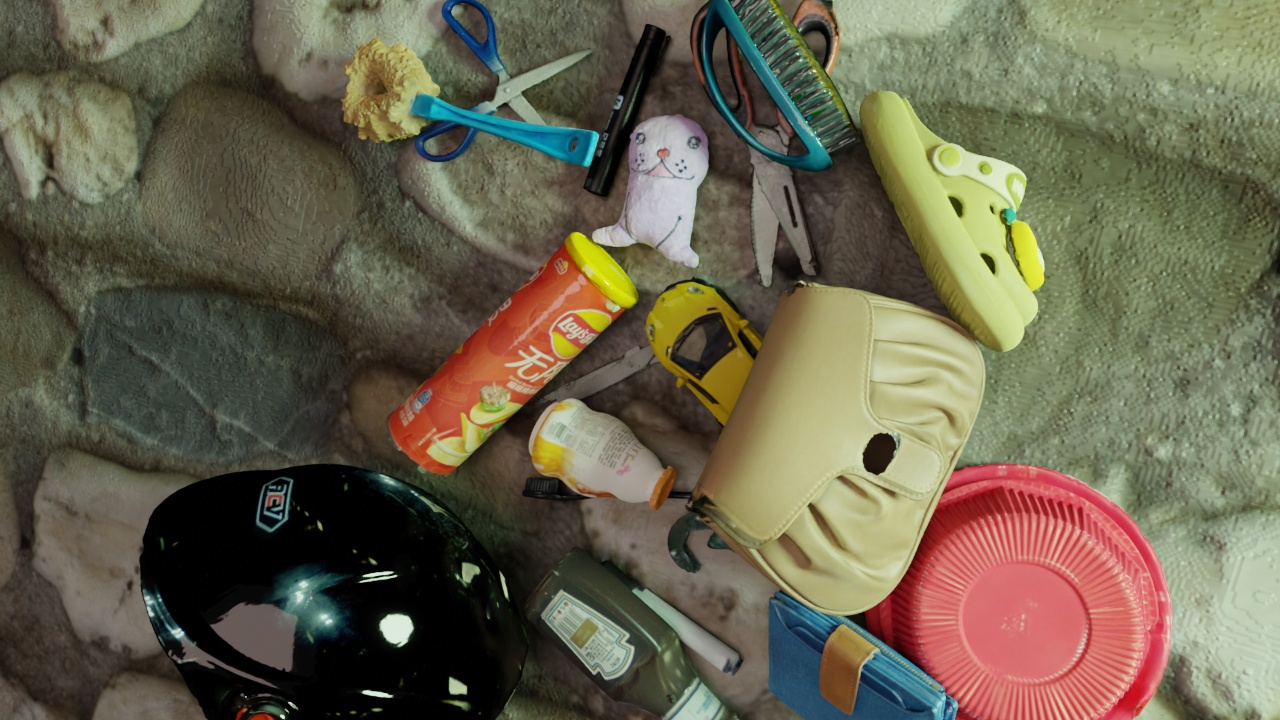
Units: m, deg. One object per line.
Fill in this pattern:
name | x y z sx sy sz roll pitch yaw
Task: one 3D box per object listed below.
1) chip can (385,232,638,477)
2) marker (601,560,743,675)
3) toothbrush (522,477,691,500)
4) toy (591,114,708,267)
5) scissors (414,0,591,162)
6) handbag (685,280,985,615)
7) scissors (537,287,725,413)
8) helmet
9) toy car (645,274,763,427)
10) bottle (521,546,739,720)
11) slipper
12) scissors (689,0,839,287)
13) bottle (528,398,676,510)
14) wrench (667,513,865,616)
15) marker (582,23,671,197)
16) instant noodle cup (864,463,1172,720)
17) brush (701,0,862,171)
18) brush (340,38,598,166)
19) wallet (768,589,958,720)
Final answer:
chip can | -0.101 -0.002 0.707 0.217 0.073 0.073 -42 79 17
marker | 0.020 0.194 0.697 0.131 0.023 0.018 32 63 16
toothbrush | -0.005 0.100 0.707 0.189 0.014 0.017 -2 79 18
toy | 0.014 -0.129 0.679 0.084 0.039 0.108 13 97 12
scissors | -0.118 -0.215 0.736 0.162 0.012 0.173 -42 79 15
handbag | 0.128 0.053 0.585 0.147 0.100 0.204 26 85 -11
scissors | -0.006 -0.008 0.706 0.175 0.014 0.137 10 96 20
helmet | -0.217 0.187 0.662 0.230 0.233 0.275 -22 123 3
toy car | 0.066 0.010 0.654 0.071 0.041 0.156 -42 92 15
bottle | 0.001 0.228 0.688 0.195 0.043 0.080 40 124 9
slipper | 0.208 -0.100 0.589 0.082 0.091 0.190 -29 79 15
scissors | 0.098 -0.171 0.662 0.196 0.015 0.216 39 103 14
bottle | -0.028 0.073 0.687 0.108 0.063 0.063 24 99 17
wrench | 0.148 0.167 0.655 0.273 0.016 0.056 19 97 17
marker | -0.011 -0.188 0.697 0.022 0.020 0.132 20 98 -12
instant noodle cup | 0.240 0.162 0.585 0.194 0.065 0.193 -2 84 16
brush | 0.087 -0.189 0.627 0.074 0.055 0.144 -32 82 16
brush | -0.138 -0.190 0.708 0.255 0.045 0.083 21 96 26
wallet | 0.140 0.220 0.607 0.133 0.040 0.106 27 133 40
